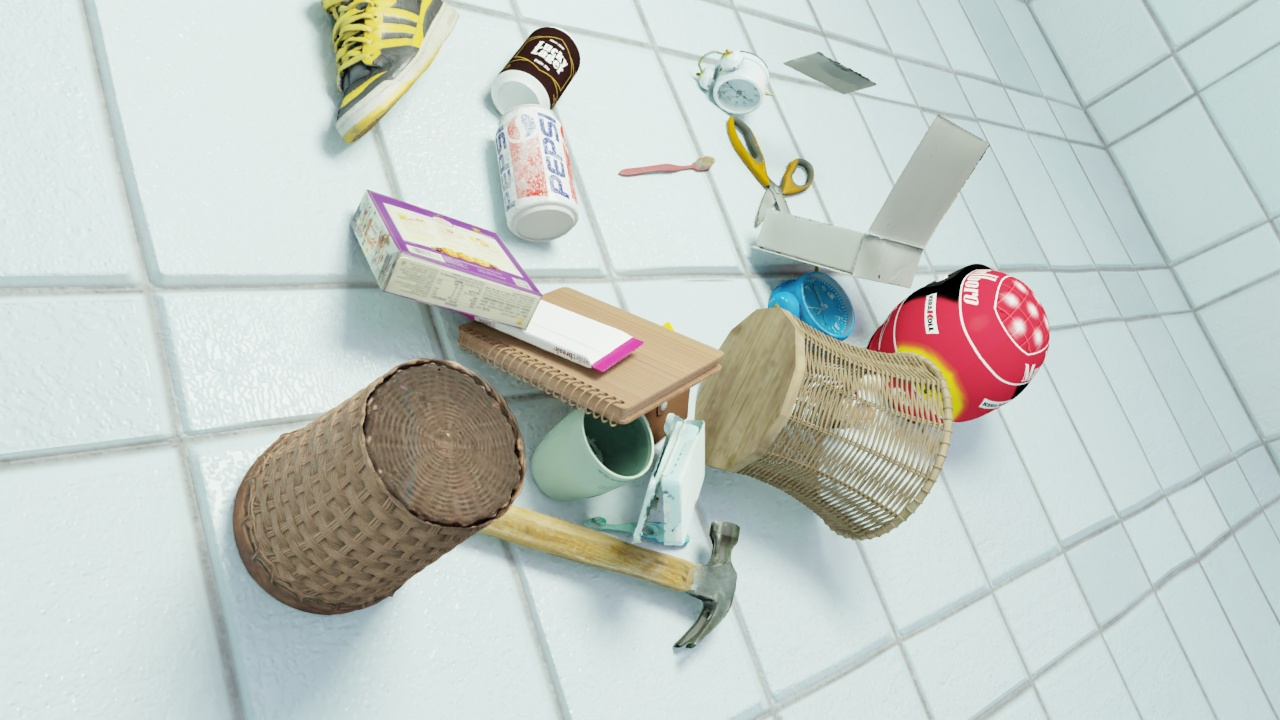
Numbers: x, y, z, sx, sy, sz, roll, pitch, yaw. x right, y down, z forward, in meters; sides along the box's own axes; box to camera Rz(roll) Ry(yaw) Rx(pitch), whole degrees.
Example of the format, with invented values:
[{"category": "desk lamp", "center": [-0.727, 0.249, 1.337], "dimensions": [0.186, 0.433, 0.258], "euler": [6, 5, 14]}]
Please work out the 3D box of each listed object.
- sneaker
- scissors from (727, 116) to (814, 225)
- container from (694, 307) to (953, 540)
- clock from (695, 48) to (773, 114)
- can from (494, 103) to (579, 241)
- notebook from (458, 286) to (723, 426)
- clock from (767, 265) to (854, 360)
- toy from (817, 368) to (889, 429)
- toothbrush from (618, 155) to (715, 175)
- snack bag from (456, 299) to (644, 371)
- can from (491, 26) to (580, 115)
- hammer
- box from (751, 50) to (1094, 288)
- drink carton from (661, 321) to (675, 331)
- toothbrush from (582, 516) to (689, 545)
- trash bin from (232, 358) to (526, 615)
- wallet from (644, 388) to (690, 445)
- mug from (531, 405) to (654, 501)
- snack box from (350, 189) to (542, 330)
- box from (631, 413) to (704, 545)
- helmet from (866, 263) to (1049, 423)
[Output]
[{"category": "sneaker", "center": [-0.275, -0.327, 0.924], "dimensions": [0.122, 0.086, 0.237], "euler": [41, 41, -24]}, {"category": "scissors", "center": [0.206, -0.268, 1.372], "dimensions": [0.225, 0.016, 0.225], "euler": [-13, 76, -45]}, {"category": "container", "center": [0.193, 0.062, 1.023], "dimensions": [0.196, 0.228, 0.226], "euler": [23, 52, -22]}, {"category": "clock", "center": [0.136, -0.416, 1.352], "dimensions": [0.117, 0.083, 0.057], "euler": [29, 56, -27]}, {"category": "can", "center": [-0.114, -0.204, 1.002], "dimensions": [0.078, 0.078, 0.136], "euler": [8, 61, -39]}, {"category": "notebook", "center": [-0.051, -0.011, 0.885], "dimensions": [0.211, 0.022, 0.168], "euler": [24, 32, 31]}, {"category": "clock", "center": [0.226, -0.055, 1.230], "dimensions": [0.117, 0.061, 0.161], "euler": [51, 44, -5]}, {"category": "toy", "center": [0.270, 0.052, 1.195], "dimensions": [0.074, 0.085, 0.105], "euler": [43, 50, 17]}, {"category": "toothbrush", "center": [0.037, -0.256, 1.216], "dimensions": [0.184, 0.016, 0.015], "euler": [-18, 72, -44]}, {"category": "snack bag", "center": [-0.096, -0.035, 0.878], "dimensions": [0.197, 0.016, 0.070], "euler": [22, 36, 26]}, {"category": "can", "center": [-0.121, -0.335, 1.079], "dimensions": [0.072, 0.072, 0.128], "euler": [39, 46, -18]}, {"category": "hammer", "center": [-0.044, 0.178, 0.858], "dimensions": [0.330, 0.033, 0.132], "euler": [23, 66, -28]}, {"category": "box", "center": [0.354, -0.195, 1.162], "dimensions": [0.166, 0.414, 0.149], "euler": [2, 68, -48]}, {"category": "drink carton", "center": [-0.006, 0.006, 0.988], "dimensions": [0.122, 0.058, 0.041], "euler": [-33, 90, -47]}, {"category": "toothbrush", "center": [0.001, 0.171, 0.925], "dimensions": [0.135, 0.017, 0.022], "euler": [16, 56, -34]}, {"category": "trash bin", "center": [-0.188, 0.087, 0.666], "dimensions": [0.151, 0.211, 0.151], "euler": [22, 52, -32]}, {"category": "wallet", "center": [0.020, 0.053, 0.977], "dimensions": [0.013, 0.087, 0.120], "euler": [22, 35, 27]}, {"category": "mug", "center": [-0.041, 0.083, 0.877], "dimensions": [0.111, 0.104, 0.084], "euler": [-28, 85, -46]}, {"category": "snack box", "center": [-0.181, -0.095, 0.852], "dimensions": [0.143, 0.041, 0.148], "euler": [15, 22, -35]}, {"category": "box", "center": [0.035, 0.110, 0.886], "dimensions": [0.070, 0.085, 0.198], "euler": [30, 17, 2]}, {"category": "helmet", "center": [0.463, -0.029, 1.308], "dimensions": [0.197, 0.225, 0.270], "euler": [53, 44, -3]}]
